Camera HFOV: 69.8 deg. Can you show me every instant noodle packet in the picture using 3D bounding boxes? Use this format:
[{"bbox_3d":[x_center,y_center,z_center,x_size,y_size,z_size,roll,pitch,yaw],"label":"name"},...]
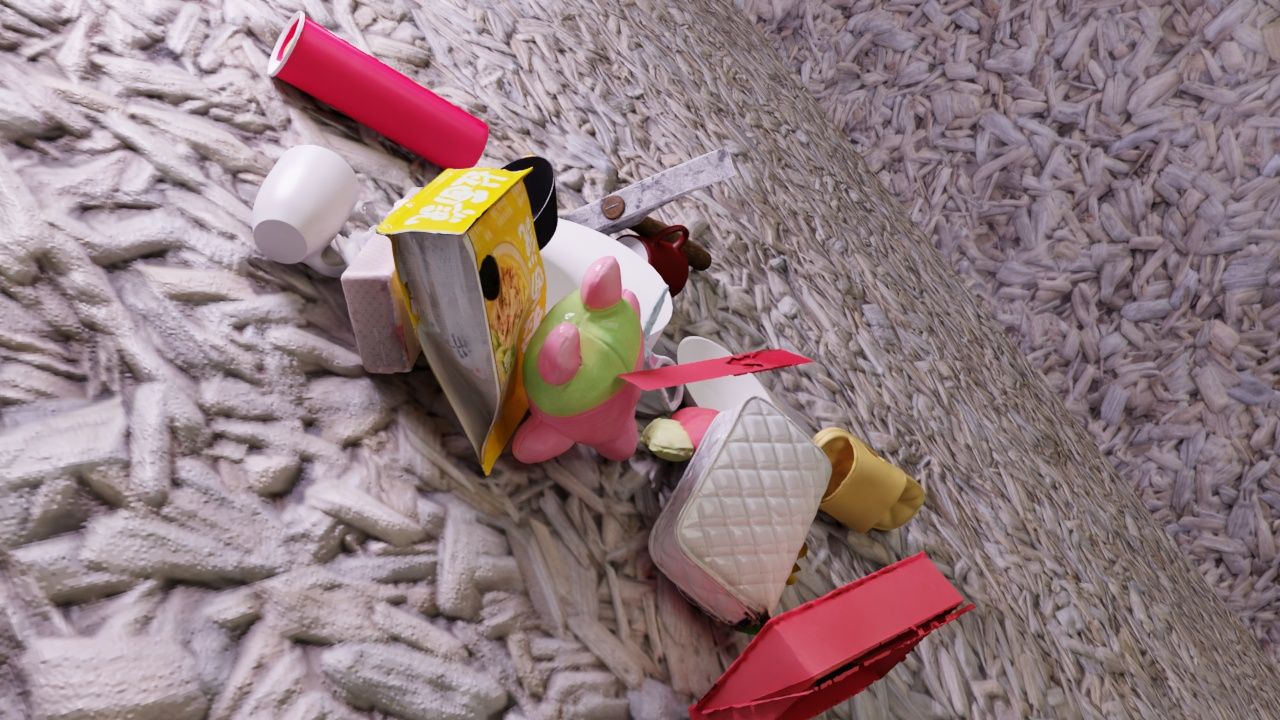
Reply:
[{"bbox_3d":[-0.126,-0.036,0.772,0.162,0.084,0.222,-73,156,-61],"label":"instant noodle packet"}]

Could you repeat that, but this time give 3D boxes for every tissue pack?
[{"bbox_3d":[-0.205,-0.079,0.783,0.181,0.071,0.104,-76,163,-55],"label":"tissue pack"}]

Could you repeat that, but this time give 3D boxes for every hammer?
[{"bbox_3d":[0.063,-0.175,1.194,0.300,0.218,0.037,16,57,-64],"label":"hammer"}]

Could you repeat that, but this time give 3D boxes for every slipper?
[{"bbox_3d":[0.280,0.166,1.128,0.263,0.100,0.078,27,18,-42],"label":"slipper"}]

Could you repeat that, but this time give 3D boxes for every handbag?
[{"bbox_3d":[0.097,0.141,0.863,0.139,0.073,0.194,42,56,-12],"label":"handbag"}]

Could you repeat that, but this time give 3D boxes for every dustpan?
[{"bbox_3d":[-0.093,-0.075,0.980,0.257,0.053,0.191,11,42,-24],"label":"dustpan"}]

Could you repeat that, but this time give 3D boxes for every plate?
[{"bbox_3d":[0.096,0.052,1.089,0.174,0.036,0.173,34,31,-24],"label":"plate"},{"bbox_3d":[-0.027,-0.010,1.023,0.178,0.012,0.178,34,31,-24],"label":"plate"}]

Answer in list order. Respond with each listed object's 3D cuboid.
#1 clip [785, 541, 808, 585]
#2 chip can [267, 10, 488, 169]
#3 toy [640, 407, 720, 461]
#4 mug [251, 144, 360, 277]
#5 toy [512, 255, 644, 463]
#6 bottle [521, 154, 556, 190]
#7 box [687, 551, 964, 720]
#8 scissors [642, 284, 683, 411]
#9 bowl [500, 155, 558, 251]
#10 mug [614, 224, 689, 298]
[{"bbox_3d":[0.154,0.207,0.972,0.048,0.046,0.054,-41,90,-17],"label":"clip"},{"bbox_3d":[-0.268,-0.273,0.962,0.220,0.069,0.069,25,35,-36],"label":"chip can"},{"bbox_3d":[0.067,0.078,0.960,0.135,0.045,0.091,-4,23,-23],"label":"toy"},{"bbox_3d":[-0.272,-0.111,0.765,0.089,0.071,0.107,-83,150,-47],"label":"mug"},{"bbox_3d":[-0.042,0.018,0.812,0.097,0.237,0.191,22,61,24],"label":"toy"},{"bbox_3d":[-0.130,-0.199,1.067,0.063,0.063,0.108,32,31,-26],"label":"bottle"},{"bbox_3d":[0.177,0.353,0.731,0.212,0.148,0.374,-7,84,-41],"label":"box"},{"bbox_3d":[0.002,0.005,0.942,0.175,0.013,0.170,39,69,-47],"label":"scissors"},{"bbox_3d":[-0.121,-0.141,0.925,0.052,0.124,0.124,44,24,-42],"label":"bowl"},{"bbox_3d":[0.017,-0.126,1.132,0.082,0.106,0.073,3,43,-53],"label":"mug"}]
